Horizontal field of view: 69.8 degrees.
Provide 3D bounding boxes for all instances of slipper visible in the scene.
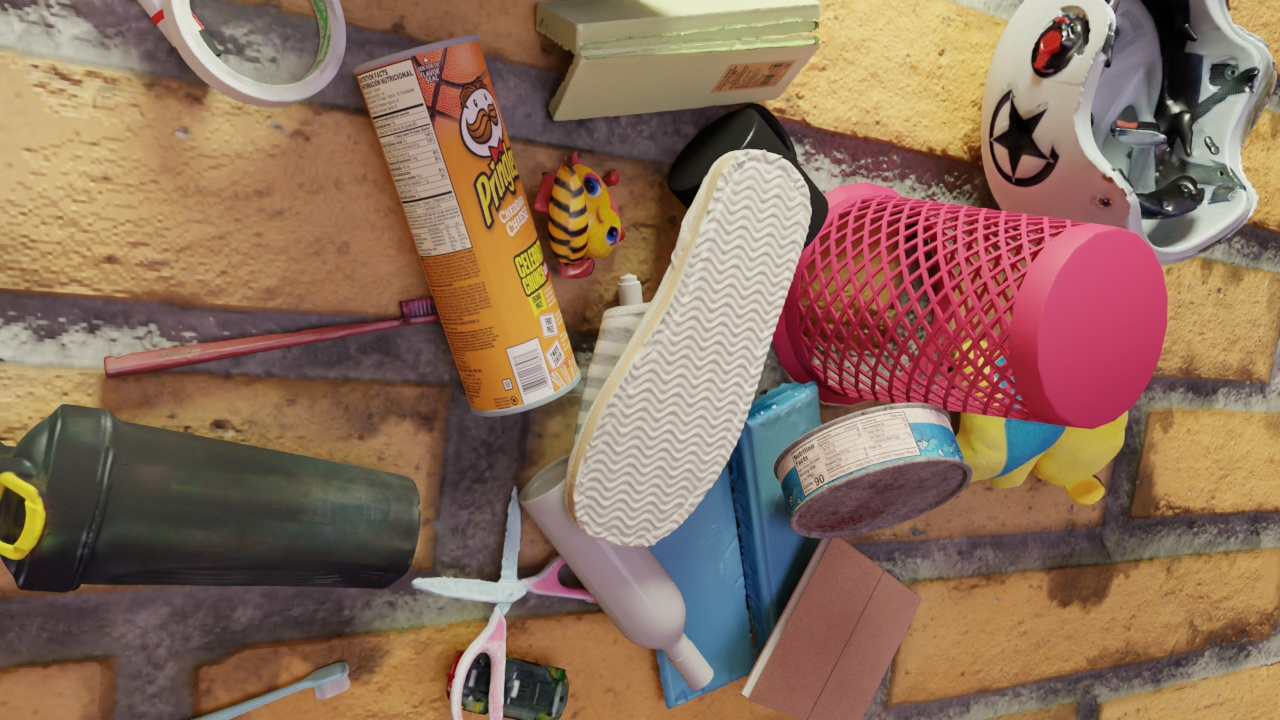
[{"bbox_3d":[0.030,-0.008,0.602,0.114,0.054,0.272,24,93,-25],"label":"slipper"}]

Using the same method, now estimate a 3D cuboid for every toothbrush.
[{"bbox_3d":[-0.211,-0.016,0.545,0.189,0.016,0.016,-12,100,-26],"label":"toothbrush"},{"bbox_3d":[-0.268,0.224,0.559,0.180,0.016,0.017,-14,114,-27],"label":"toothbrush"}]

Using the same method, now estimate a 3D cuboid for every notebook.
[{"bbox_3d":[0.167,0.234,0.766,0.209,0.008,0.141,38,79,-46],"label":"notebook"}]

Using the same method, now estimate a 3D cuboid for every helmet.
[{"bbox_3d":[0.372,-0.208,0.746,0.236,0.164,0.264,-8,97,-32],"label":"helmet"}]

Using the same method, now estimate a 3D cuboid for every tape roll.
[{"bbox_3d":[-0.208,-0.187,0.500,0.093,0.018,0.094,0,90,-42],"label":"tape roll"}]

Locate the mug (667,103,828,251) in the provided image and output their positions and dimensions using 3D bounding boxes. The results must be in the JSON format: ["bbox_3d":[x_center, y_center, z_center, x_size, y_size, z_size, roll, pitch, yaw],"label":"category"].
[{"bbox_3d":[0.081,-0.132,0.656,0.088,0.078,0.113,43,51,-28],"label":"mug"}]

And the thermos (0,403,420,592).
[{"bbox_3d":[-0.237,0.084,0.506,0.220,0.098,0.098,15,92,-34],"label":"thermos"}]

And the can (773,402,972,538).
[{"bbox_3d":[0.164,0.081,0.651,0.129,0.130,0.044,6,55,-29],"label":"can"}]

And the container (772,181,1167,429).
[{"bbox_3d":[0.234,-0.036,0.663,0.183,0.226,0.183,-6,102,-28],"label":"container"}]

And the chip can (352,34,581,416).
[{"bbox_3d":[-0.101,-0.078,0.559,0.075,0.075,0.215,-24,110,-23],"label":"chip can"}]

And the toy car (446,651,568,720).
[{"bbox_3d":[-0.091,0.229,0.641,0.091,0.036,0.042,23,68,-28],"label":"toy car"}]

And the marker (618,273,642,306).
[{"bbox_3d":[-0.004,0.004,0.662,0.020,0.017,0.133,-3,103,9],"label":"marker"}]

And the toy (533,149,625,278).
[{"bbox_3d":[-0.039,-0.094,0.594,0.046,0.103,0.084,7,102,12],"label":"toy"}]

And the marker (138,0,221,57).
[{"bbox_3d":[-0.272,-0.219,0.471,0.019,0.019,0.145,-41,116,-17],"label":"marker"}]

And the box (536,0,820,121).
[{"bbox_3d":[0.030,-0.212,0.609,0.187,0.077,0.090,-12,105,-25],"label":"box"}]

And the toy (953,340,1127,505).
[{"bbox_3d":[0.369,0.056,0.839,0.213,0.084,0.149,7,98,-27],"label":"toy"}]

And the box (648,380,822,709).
[{"bbox_3d":[0.083,0.148,0.713,0.176,0.048,0.232,-20,111,-28],"label":"box"}]

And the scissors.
[{"bbox_3d":[-0.081,0.174,0.628,0.170,0.013,0.172,17,72,-39],"label":"scissors"}]

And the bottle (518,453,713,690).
[{"bbox_3d":[-0.009,0.157,0.650,0.052,0.052,0.195,-40,106,-17],"label":"bottle"}]
